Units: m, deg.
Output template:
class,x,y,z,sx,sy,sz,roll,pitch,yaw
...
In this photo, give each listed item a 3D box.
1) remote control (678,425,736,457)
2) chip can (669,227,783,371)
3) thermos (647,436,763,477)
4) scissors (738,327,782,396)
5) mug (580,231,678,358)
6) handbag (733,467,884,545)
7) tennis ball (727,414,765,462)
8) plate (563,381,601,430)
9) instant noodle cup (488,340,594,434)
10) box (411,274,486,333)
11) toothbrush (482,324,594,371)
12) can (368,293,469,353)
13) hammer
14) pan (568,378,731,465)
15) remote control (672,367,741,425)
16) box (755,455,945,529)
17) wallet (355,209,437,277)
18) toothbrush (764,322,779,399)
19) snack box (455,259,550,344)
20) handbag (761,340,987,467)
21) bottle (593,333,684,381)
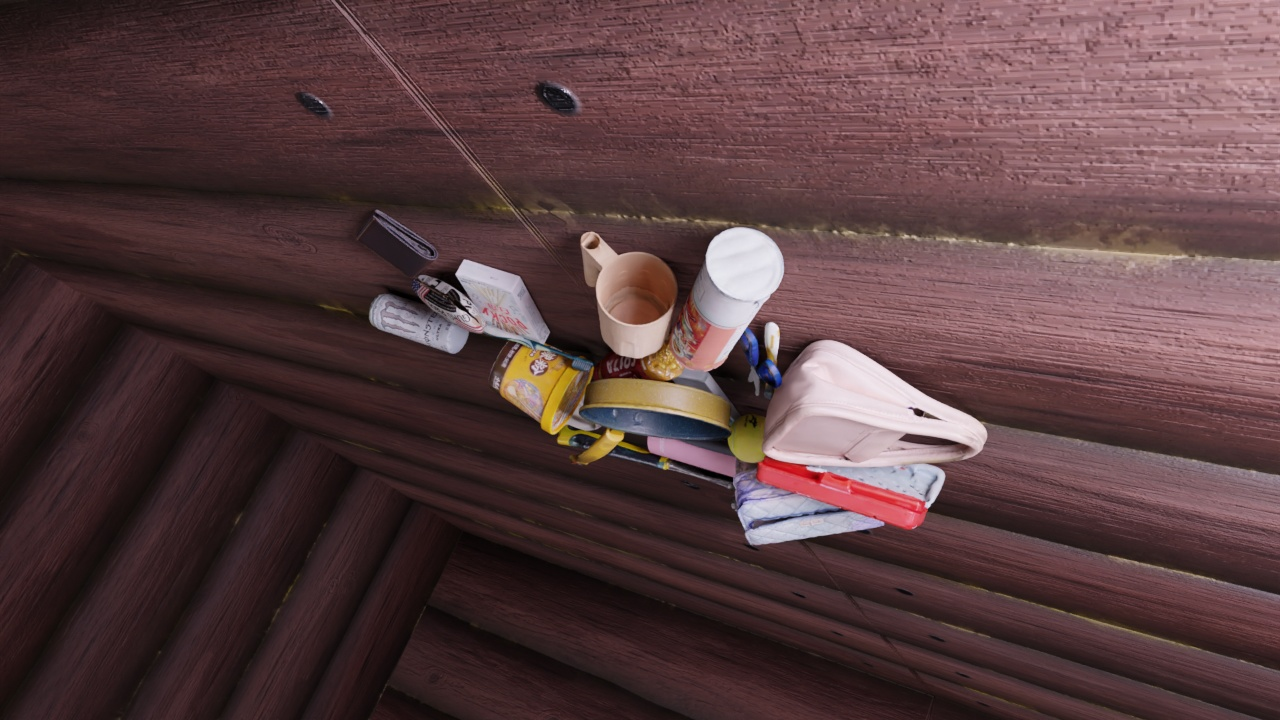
class,x,y,z,sx,sy,sz,roll,pitch,yaw
remote control,0.104,0.101,1.289,0.136,0.053,0.024,14,157,25
chip can,0.079,-0.053,0.911,0.071,0.071,0.215,24,160,1
thermos,0.111,0.138,1.337,0.199,0.067,0.087,15,119,26
scissors,0.128,0.003,1.056,0.133,0.012,0.172,59,175,-14
mug,-0.019,-0.070,0.985,0.124,0.084,0.104,46,165,13
handbag,0.227,0.194,1.246,0.194,0.075,0.134,-11,144,14
tennis ball,0.149,0.104,1.228,0.065,0.065,0.065,21,160,8
plate,-0.137,0.053,1.457,0.205,0.045,0.205,22,159,9
instant noodle cup,-0.144,0.027,1.308,0.114,0.118,0.119,29,161,11
box,-0.256,-0.079,1.238,0.164,0.052,0.069,27,149,46
toothbrush,-0.152,-0.020,1.251,0.192,0.018,0.016,19,160,11
can,-0.333,-0.057,1.383,0.147,0.058,0.058,18,159,18
hammer,0.027,0.155,1.418,0.323,0.032,0.126,15,-162,15
pan,-0.017,0.095,1.248,0.197,0.078,0.358,15,165,-23
remote control,0.087,0.049,1.227,0.056,0.019,0.135,11,156,33
box,0.257,0.145,1.125,0.201,0.058,0.160,15,-161,28
wallet,-0.321,-0.149,1.199,0.096,0.020,0.122,37,158,-19
toothbrush,0.148,0.003,1.047,0.016,0.018,0.191,17,159,15
snack box,-0.180,-0.074,1.215,0.085,0.026,0.157,18,158,18
handbag,0.264,0.071,1.019,0.234,0.093,0.194,16,159,0
bottle,-0.007,0.007,1.173,0.057,0.057,0.175,32,158,-20
